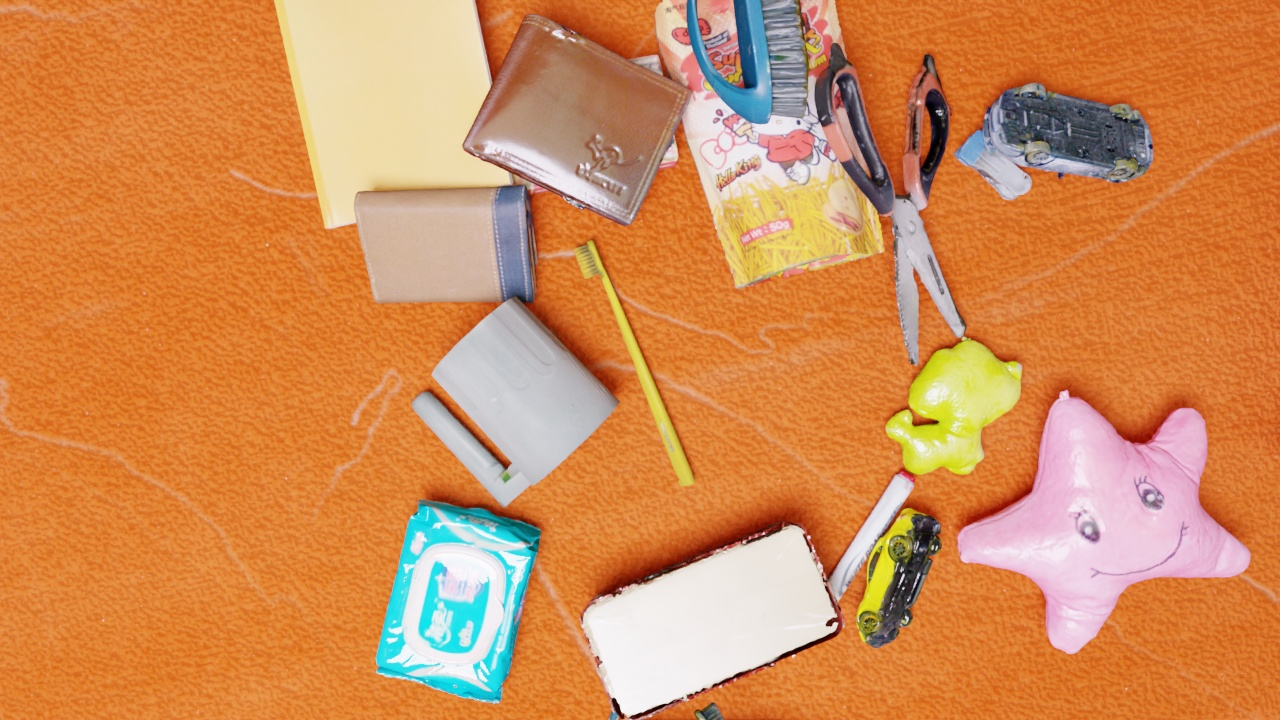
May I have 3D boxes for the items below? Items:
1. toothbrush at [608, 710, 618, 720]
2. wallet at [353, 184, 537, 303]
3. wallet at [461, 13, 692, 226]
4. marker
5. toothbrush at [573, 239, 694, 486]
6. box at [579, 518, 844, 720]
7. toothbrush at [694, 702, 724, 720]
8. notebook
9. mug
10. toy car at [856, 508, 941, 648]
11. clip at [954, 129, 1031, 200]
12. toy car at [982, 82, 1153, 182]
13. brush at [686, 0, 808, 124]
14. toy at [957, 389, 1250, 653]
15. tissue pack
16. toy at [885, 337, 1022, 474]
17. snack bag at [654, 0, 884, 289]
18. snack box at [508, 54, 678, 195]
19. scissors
[{"bbox_3d":[-0.023,0.293,0.684,0.018,0.016,0.191,14,94,-13],"label":"toothbrush"},{"bbox_3d":[-0.130,-0.077,0.628,0.115,0.033,0.090,-2,131,-1],"label":"wallet"},{"bbox_3d":[-0.041,-0.157,0.604,0.124,0.032,0.101,24,89,-11],"label":"wallet"},{"bbox_3d":[0.158,0.145,0.675,0.017,0.017,0.145,32,93,-4],"label":"marker"},{"bbox_3d":[-0.004,0.004,0.661,0.016,0.015,0.190,-23,95,5],"label":"toothbrush"},{"bbox_3d":[0.048,0.176,0.634,0.168,0.078,0.091,-22,79,-2],"label":"box"},{"bbox_3d":[0.085,0.305,0.606,0.017,0.012,0.186,-31,98,-15],"label":"toothbrush"},{"bbox_3d":[-0.174,-0.205,0.624,0.146,0.010,0.206,-11,94,14],"label":"notebook"},{"bbox_3d":[-0.092,0.032,0.635,0.103,0.083,0.124,47,117,-3],"label":"mug"},{"bbox_3d":[0.183,0.157,0.665,0.048,0.032,0.105,9,102,-43],"label":"toy car"},{"bbox_3d":[0.253,-0.138,0.655,0.058,0.036,0.025,40,90,0],"label":"clip"},{"bbox_3d":[0.299,-0.156,0.642,0.120,0.037,0.054,6,72,-10],"label":"toy car"},{"bbox_3d":[0.066,-0.219,0.587,0.073,0.055,0.143,-4,77,0],"label":"brush"},{"bbox_3d":[0.318,0.106,0.647,0.194,0.074,0.178,-24,95,2],"label":"toy"},{"bbox_3d":[-0.129,0.171,0.653,0.093,0.050,0.133,13,95,-3],"label":"tissue pack"},{"bbox_3d":[0.225,0.033,0.661,0.097,0.031,0.100,-1,95,0],"label":"toy"},{"bbox_3d":[0.092,-0.161,0.633,0.128,0.073,0.208,-13,88,0],"label":"snack bag"},{"bbox_3d":[-0.055,-0.160,0.641,0.153,0.025,0.075,-11,94,-1],"label":"snack box"},{"bbox_3d":[0.178,-0.114,0.624,0.189,0.015,0.226,25,74,-33],"label":"scissors"}]
